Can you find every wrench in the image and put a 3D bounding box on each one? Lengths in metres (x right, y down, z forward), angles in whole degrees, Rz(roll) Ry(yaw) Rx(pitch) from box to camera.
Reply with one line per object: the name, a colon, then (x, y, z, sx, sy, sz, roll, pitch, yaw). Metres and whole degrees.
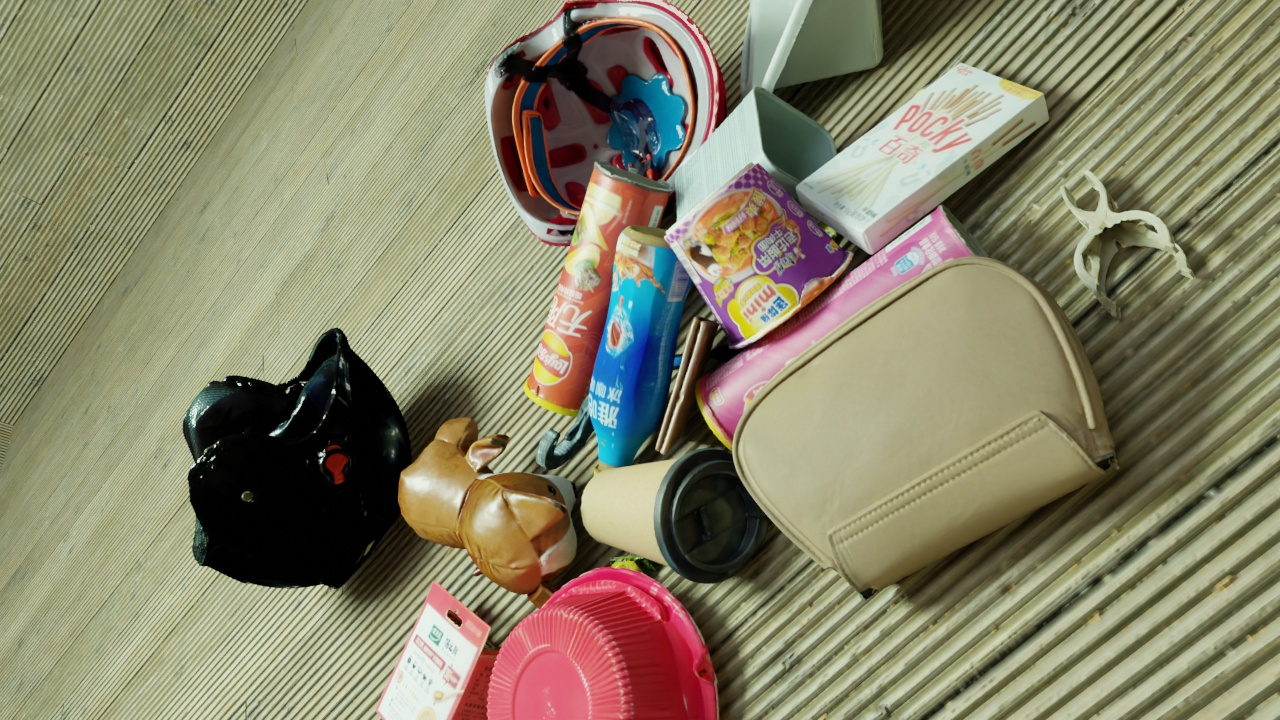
wrench: (-0.004, -0.020, 0.796, 0.016, 0.056, 0.273, 30, 79, 23)

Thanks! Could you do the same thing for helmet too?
helmet: (-0.354, 0.109, 0.966, 0.274, 0.230, 0.233, -53, 31, -5)
helmet: (-0.015, -0.225, 0.862, 0.241, 0.143, 0.207, -19, 92, 27)

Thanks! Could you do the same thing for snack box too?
snack box: (-0.166, 0.274, 0.799, 0.113, 0.044, 0.127, 16, 80, 52)
snack box: (0.196, -0.145, 0.648, 0.157, 0.027, 0.084, -38, 40, -1)

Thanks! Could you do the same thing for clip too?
clip: (0.288, -0.077, 0.536, 0.092, 0.035, 0.103, -17, 47, 46)

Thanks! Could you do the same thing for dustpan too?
dustpan: (0.124, -0.341, 0.761, 0.143, 0.258, 0.222, -5, 60, 19)

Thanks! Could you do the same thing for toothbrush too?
toothbrush: (0.023, 0.003, 0.794, 0.190, 0.016, 0.014, -8, 66, 48)

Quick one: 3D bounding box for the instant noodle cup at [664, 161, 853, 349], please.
instant noodle cup: (0.079, -0.079, 0.654, 0.111, 0.099, 0.111, -38, 4, 3)

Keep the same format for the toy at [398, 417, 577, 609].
toy: (-0.119, 0.133, 0.795, 0.130, 0.140, 0.200, -27, 29, -28)

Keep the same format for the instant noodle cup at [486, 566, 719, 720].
instant noodle cup: (-0.042, 0.241, 0.638, 0.194, 0.065, 0.193, -13, 70, 38)

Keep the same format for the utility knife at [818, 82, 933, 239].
utility knife: (0.176, -0.138, 0.717, 0.196, 0.020, 0.031, -57, 32, 10)

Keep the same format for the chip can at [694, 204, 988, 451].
chip can: (0.139, -0.015, 0.629, 0.211, 0.071, 0.071, -37, 43, 25)

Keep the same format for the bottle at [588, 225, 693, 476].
bottle: (-0.004, 0.004, 0.737, 0.065, 0.065, 0.219, 34, 118, 52)

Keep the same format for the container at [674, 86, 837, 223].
container: (0.090, -0.139, 0.740, 0.112, 0.090, 0.089, -39, 40, 40)

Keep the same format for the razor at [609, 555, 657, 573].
razor: (-0.016, 0.213, 0.690, 0.043, 0.028, 0.132, -14, 59, 38)

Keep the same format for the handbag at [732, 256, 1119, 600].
handbag: (0.164, 0.039, 0.543, 0.205, 0.099, 0.147, -36, 70, 26)

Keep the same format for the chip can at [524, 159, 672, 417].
chip can: (-0.038, -0.059, 0.795, 0.073, 0.073, 0.217, 47, 123, 51)

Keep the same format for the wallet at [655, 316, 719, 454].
wallet: (0.035, 0.016, 0.695, 0.115, 0.020, 0.101, -14, -59, -83)

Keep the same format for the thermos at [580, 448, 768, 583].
thermos: (0.020, 0.110, 0.671, 0.143, 0.093, 0.093, -8, 60, 55)
